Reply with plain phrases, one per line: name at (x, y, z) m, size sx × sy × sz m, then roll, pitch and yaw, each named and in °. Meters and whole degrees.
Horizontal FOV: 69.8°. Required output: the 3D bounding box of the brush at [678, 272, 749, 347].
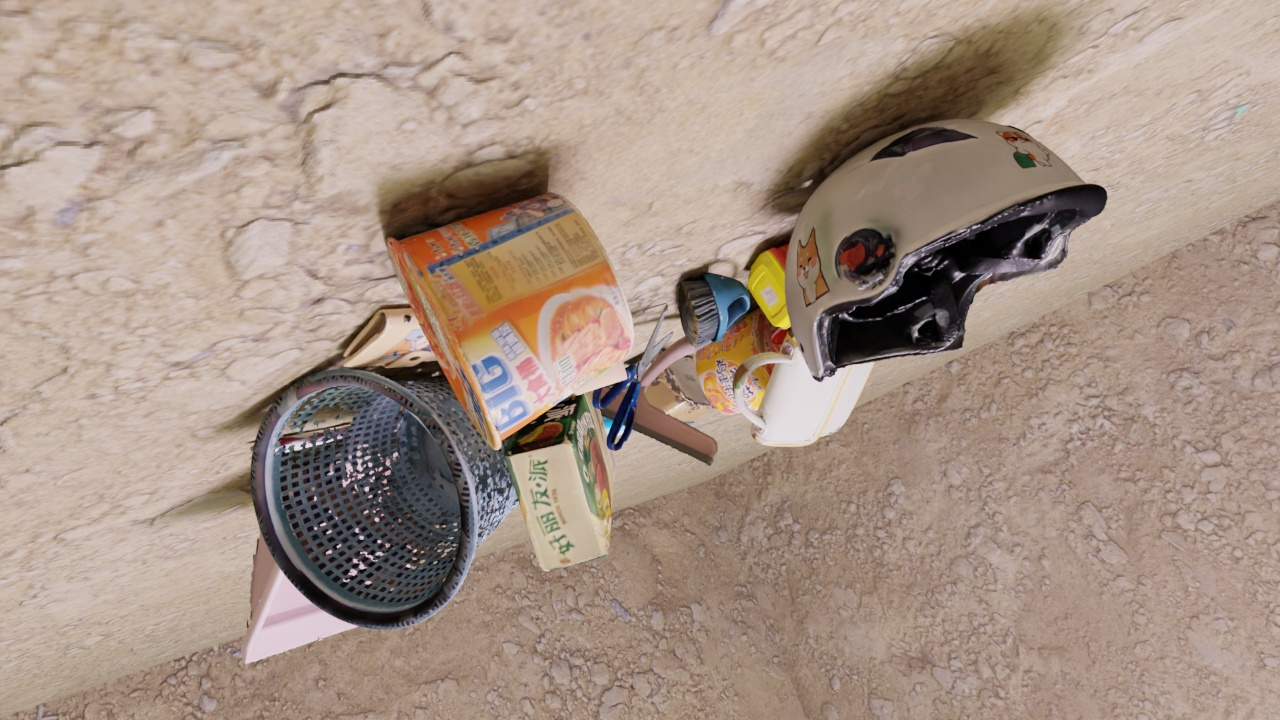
brush at (0.078, -0.055, 0.961) m, size 0.073 × 0.055 × 0.144 m, roll -20°, pitch 167°, yaw -4°

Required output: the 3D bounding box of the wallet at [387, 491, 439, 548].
wallet at (-0.240, 0.159, 1.079) m, size 0.130 × 0.035 × 0.119 m, roll -25°, pitch 137°, yaw -50°

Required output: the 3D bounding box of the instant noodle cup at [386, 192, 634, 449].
instant noodle cup at (-0.081, -0.033, 0.597) m, size 0.111 × 0.151 × 0.151 m, roll -27°, pitch 170°, yaw -15°

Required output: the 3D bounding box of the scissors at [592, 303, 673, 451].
scissors at (-0.004, 0.020, 0.946) m, size 0.012 × 0.157 × 0.165 m, roll 11°, pitch -167°, yaw 27°

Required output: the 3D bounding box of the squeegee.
squeegee at (0.049, -0.009, 1.040) m, size 0.248 × 0.248 × 0.040 m, roll -38°, pitch 135°, yaw -38°

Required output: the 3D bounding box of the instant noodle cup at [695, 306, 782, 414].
instant noodle cup at (0.144, 0.003, 1.169) m, size 0.110 × 0.138 × 0.137 m, roll -20°, pitch 171°, yaw 36°

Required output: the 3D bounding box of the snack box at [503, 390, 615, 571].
snack box at (-0.068, 0.095, 0.871) m, size 0.063 × 0.114 × 0.240 m, roll -15°, pitch -167°, yaw 4°

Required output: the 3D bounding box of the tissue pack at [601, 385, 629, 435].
tissue pack at (-0.065, 0.075, 1.250) m, size 0.139 × 0.063 × 0.090 m, roll -7°, pitch 162°, yaw -46°

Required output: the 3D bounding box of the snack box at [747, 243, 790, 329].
snack box at (0.164, -0.083, 0.940) m, size 0.080 × 0.082 × 0.091 m, roll -29°, pitch 172°, yaw -12°

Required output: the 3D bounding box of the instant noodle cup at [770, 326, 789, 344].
instant noodle cup at (0.230, -0.086, 1.071) m, size 0.193 × 0.066 × 0.194 m, roll -22°, pitch 167°, yaw -5°

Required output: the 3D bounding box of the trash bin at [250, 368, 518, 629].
trash bin at (-0.205, 0.103, 0.851) m, size 0.227 × 0.226 × 0.194 m, roll -27°, pitch 180°, yaw 23°

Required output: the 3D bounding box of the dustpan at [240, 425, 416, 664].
dustpan at (-0.317, 0.201, 1.037) m, size 0.139 × 0.273 × 0.222 m, roll 0°, pitch -177°, yaw 29°

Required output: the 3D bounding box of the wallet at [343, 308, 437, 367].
wallet at (-0.180, -0.019, 0.753) m, size 0.115 × 0.024 × 0.087 m, roll -8°, pitch 157°, yaw -48°

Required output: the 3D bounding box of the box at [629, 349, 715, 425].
box at (0.047, 0.038, 1.228) m, size 0.059 × 0.089 × 0.184 m, roll -32°, pitch 164°, yaw 13°

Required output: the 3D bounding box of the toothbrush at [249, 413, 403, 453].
toothbrush at (-0.305, 0.072, 0.940) m, size 0.187 × 0.016 × 0.017 m, roll -11°, pitch 155°, yaw -43°

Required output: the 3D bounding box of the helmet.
helmet at (0.225, -0.106, 0.767) m, size 0.229 × 0.156 × 0.275 m, roll -13°, pitch 154°, yaw -30°

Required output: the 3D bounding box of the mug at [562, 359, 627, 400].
mug at (-0.077, -0.009, 0.870) m, size 0.103 × 0.084 × 0.124 m, roll -20°, pitch -168°, yaw -4°

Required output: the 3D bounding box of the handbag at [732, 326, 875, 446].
handbag at (0.173, 0.030, 1.022) m, size 0.178 × 0.063 × 0.164 m, roll -13°, pitch 135°, yaw -31°
